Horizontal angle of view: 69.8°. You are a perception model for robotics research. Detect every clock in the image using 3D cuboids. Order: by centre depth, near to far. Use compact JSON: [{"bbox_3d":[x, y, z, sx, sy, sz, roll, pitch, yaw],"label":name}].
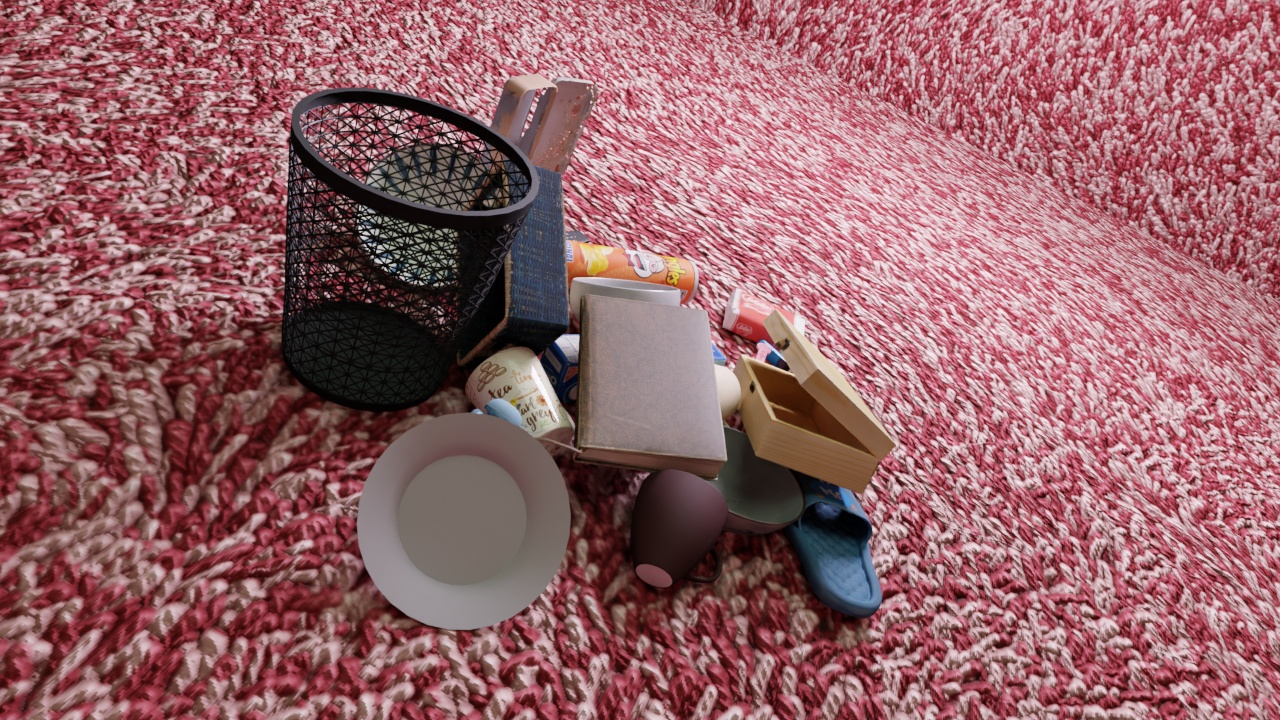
[{"bbox_3d":[-0.144,0.084,0.825,0.051,0.089,0.124,32,48,2],"label":"clock"}]

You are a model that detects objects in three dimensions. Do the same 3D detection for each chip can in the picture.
[{"bbox_3d":[-0.029,-0.117,1.216,0.210,0.062,0.062,6,37,-28],"label":"chip can"}]

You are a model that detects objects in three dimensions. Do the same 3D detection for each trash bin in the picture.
[{"bbox_3d":[-0.237,-0.095,0.874,0.217,0.244,0.216,18,33,-12],"label":"trash bin"}]

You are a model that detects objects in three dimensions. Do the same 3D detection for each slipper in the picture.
[{"bbox_3d":[0.204,0.175,0.965,0.103,0.059,0.213,15,35,-20],"label":"slipper"}]

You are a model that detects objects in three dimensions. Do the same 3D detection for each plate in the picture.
[{"bbox_3d":[-0.143,0.130,0.751,0.172,0.019,0.172,4,79,-21],"label":"plate"}]

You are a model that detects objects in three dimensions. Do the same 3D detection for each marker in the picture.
[{"bbox_3d":[0.201,0.014,1.227,0.015,0.018,0.123,-17,52,-44],"label":"marker"}]

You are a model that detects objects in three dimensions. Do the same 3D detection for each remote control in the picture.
[{"bbox_3d":[-0.120,-0.163,1.268,0.039,0.010,0.124,42,36,24],"label":"remote control"}]

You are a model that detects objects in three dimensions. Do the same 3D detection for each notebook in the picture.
[{"bbox_3d":[-0.013,0.020,0.927,0.190,0.035,0.215,8,46,-11],"label":"notebook"}]

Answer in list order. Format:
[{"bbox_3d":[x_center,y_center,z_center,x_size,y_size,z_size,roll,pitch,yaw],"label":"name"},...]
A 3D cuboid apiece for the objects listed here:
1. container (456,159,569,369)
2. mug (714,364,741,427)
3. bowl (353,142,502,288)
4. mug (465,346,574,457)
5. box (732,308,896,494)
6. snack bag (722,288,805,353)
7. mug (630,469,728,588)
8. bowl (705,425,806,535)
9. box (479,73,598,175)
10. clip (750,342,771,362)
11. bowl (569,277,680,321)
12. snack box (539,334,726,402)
[{"bbox_3d":[-0.138,-0.096,0.976,0.071,0.146,0.187,8,66,-30],"label":"container"},{"bbox_3d":[0.063,0.055,1.032,0.104,0.085,0.111,-7,73,-46],"label":"mug"},{"bbox_3d":[-0.248,-0.165,1.101,0.177,0.177,0.071,23,-12,-4],"label":"bowl"},{"bbox_3d":[-0.107,0.052,0.932,0.097,0.081,0.122,53,14,25],"label":"mug"},{"bbox_3d":[0.195,0.036,1.036,0.140,0.123,0.248,18,16,-6],"label":"box"},{"bbox_3d":[0.174,-0.052,1.287,0.116,0.036,0.076,24,33,-2],"label":"snack bag"},{"bbox_3d":[0.036,0.171,0.851,0.114,0.087,0.088,46,46,-21],"label":"mug"},{"bbox_3d":[0.091,0.134,0.945,0.150,0.057,0.150,18,30,-11],"label":"bowl"},{"bbox_3d":[-0.144,-0.274,1.219,0.058,0.217,0.153,42,38,20],"label":"box"},{"bbox_3d":[0.153,0.004,1.214,0.022,0.038,0.058,31,31,1],"label":"clip"},{"bbox_3d":[-0.020,-0.062,1.122,0.132,0.064,0.131,6,9,-1],"label":"bowl"},{"bbox_3d":[-0.006,0.006,1.062,0.226,0.059,0.059,-1,38,-36],"label":"snack box"}]
